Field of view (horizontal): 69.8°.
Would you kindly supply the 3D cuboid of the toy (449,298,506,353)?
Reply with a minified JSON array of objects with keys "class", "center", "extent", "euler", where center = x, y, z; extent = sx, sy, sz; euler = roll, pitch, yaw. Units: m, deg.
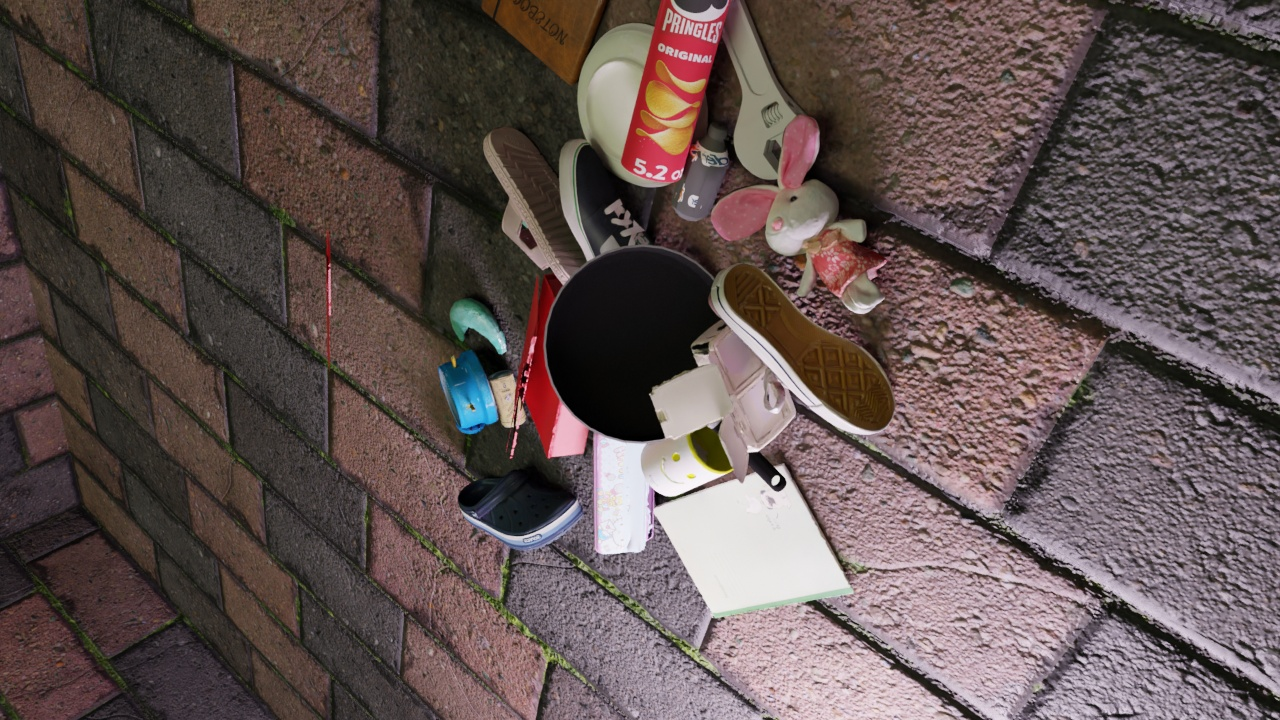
[{"class":"toy","center":[-0.245,-0.055,1.367],"extent":[0.105,0.033,0.085],"euler":[17,133,34]}]

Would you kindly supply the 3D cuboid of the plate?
[{"class":"plate","center":[-0.008,-0.281,1.032],"extent":[0.182,0.034,0.183],"euler":[20,124,33]}]

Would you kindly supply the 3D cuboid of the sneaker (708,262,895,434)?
[{"class":"sneaker","center":[0.161,-0.004,0.975],"extent":[0.241,0.118,0.088],"euler":[41,156,-6]}]

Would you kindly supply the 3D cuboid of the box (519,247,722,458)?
[{"class":"box","center":[-0.015,-0.014,1.267],"extent":[0.153,0.324,0.214],"euler":[46,136,34]}]

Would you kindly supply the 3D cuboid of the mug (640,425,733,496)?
[{"class":"mug","center":[0.061,0.117,1.149],"extent":[0.106,0.082,0.082],"euler":[-34,88,46]}]

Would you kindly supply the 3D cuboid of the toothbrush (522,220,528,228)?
[{"class":"toothbrush","center":[-0.092,-0.135,1.198],"extent":[0.180,0.016,0.017],"euler":[40,141,18]}]

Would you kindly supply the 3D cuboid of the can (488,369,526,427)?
[{"class":"can","center":[-0.200,0.058,1.380],"extent":[0.038,0.038,0.079],"euler":[1,112,41]}]

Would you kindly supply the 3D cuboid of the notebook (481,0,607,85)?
[{"class":"notebook","center":[-0.095,-0.466,1.025],"extent":[0.178,0.014,0.250],"euler":[44,134,15]}]

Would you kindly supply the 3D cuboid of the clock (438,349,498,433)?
[{"class":"clock","center":[-0.265,0.052,1.399],"extent":[0.116,0.060,0.162],"euler":[65,160,11]}]

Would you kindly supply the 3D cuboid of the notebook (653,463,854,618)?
[{"class":"notebook","center":[0.139,0.243,1.199],"extent":[0.253,0.010,0.182],"euler":[-27,93,46]}]

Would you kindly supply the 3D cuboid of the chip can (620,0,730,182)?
[{"class":"chip can","center":[0.038,-0.294,0.926],"extent":[0.069,0.069,0.221],"euler":[32,124,25]}]

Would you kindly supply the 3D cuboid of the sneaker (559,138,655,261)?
[{"class":"sneaker","center":[-0.027,-0.151,1.084],"extent":[0.079,0.084,0.235],"euler":[-1,120,32]}]

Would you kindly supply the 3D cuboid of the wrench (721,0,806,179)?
[{"class":"wrench","center":[0.097,-0.316,0.934],"extent":[0.087,0.018,0.273],"euler":[-19,97,45]}]

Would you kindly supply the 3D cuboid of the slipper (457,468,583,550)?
[{"class":"slipper","center":[-0.203,0.219,1.419],"extent":[0.253,0.104,0.095],"euler":[3,121,43]}]

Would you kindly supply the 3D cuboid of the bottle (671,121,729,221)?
[{"class":"bottle","center":[0.068,-0.205,0.997],"extent":[0.047,0.046,0.113],"euler":[37,132,21]}]

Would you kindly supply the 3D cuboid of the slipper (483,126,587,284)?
[{"class":"slipper","center":[-0.127,-0.181,1.151],"extent":[0.065,0.094,0.239],"euler":[-39,79,41]}]

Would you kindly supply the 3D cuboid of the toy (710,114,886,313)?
[{"class":"toy","center":[0.172,-0.128,0.921],"extent":[0.194,0.084,0.160],"euler":[53,129,7]}]

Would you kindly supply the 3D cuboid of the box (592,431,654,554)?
[{"class":"box","center":[-0.019,0.165,1.250],"extent":[0.077,0.096,0.214],"euler":[11,120,19]}]

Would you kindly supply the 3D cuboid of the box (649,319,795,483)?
[{"class":"box","center":[0.103,0.043,0.991],"extent":[0.069,0.190,0.143],"euler":[-10,112,47]}]

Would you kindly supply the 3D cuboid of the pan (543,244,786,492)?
[{"class":"pan","center":[0.045,0.028,1.065],"extent":[0.356,0.225,0.034],"euler":[45,174,-12]}]
